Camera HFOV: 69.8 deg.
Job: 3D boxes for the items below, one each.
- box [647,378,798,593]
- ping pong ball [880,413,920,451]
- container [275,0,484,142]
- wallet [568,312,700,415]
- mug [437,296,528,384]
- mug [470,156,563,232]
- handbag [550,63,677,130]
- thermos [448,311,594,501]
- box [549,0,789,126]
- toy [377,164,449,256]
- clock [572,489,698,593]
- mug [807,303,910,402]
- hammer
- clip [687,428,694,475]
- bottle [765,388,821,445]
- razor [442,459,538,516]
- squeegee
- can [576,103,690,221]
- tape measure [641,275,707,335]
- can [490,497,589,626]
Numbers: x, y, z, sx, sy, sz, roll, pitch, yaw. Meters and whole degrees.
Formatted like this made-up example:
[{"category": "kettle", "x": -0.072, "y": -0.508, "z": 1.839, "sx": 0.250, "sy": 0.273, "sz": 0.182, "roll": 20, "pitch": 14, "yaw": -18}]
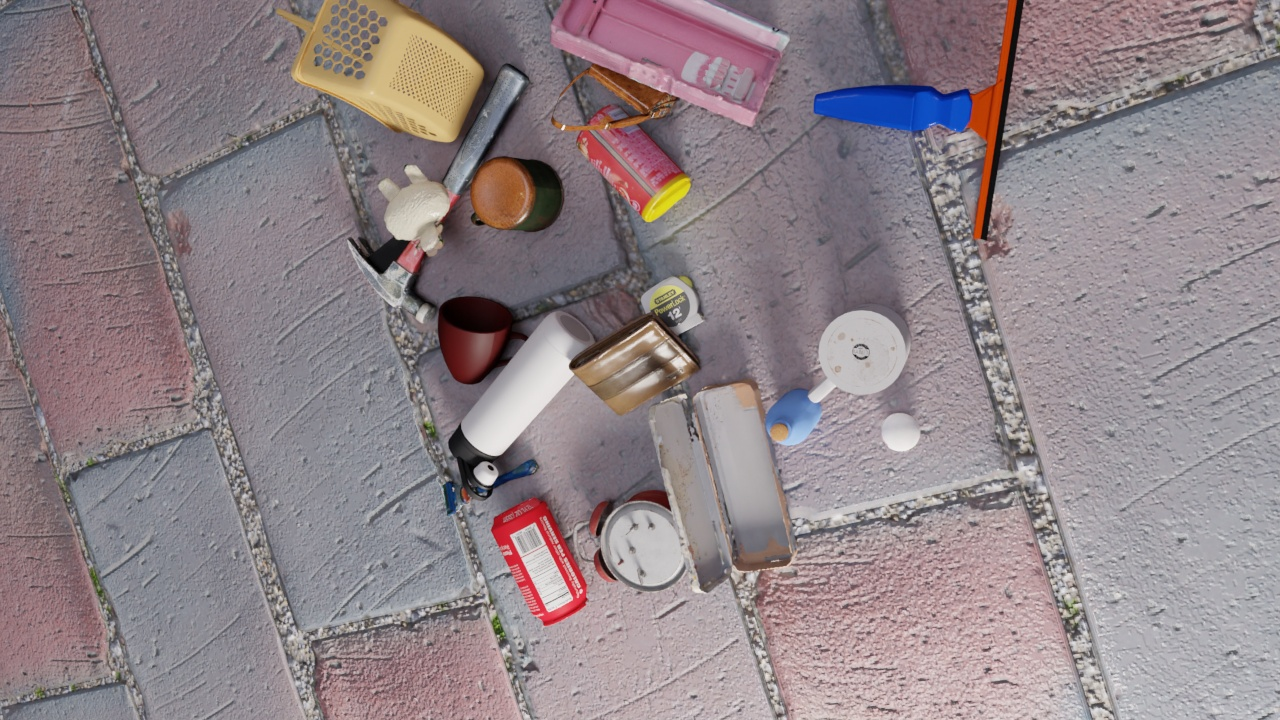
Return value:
[{"category": "box", "x": 0.092, "y": 0.137, "z": 1.011, "sx": 0.115, "sy": 0.095, "sz": 0.217, "roll": -14, "pitch": 93, "yaw": 17}, {"category": "ping pong ball", "x": 0.274, "y": 0.075, "z": 0.966, "sx": 0.040, "sy": 0.040, "sz": 0.040, "roll": 3, "pitch": 98, "yaw": 19}, {"category": "container", "x": -0.291, "y": -0.337, "z": 1.024, "sx": 0.167, "sy": 0.183, "sz": 0.129, "roll": 28, "pitch": 96, "yaw": 24}, {"category": "wallet", "x": -0.006, "y": 0.006, "z": 1.039, "sx": 0.121, "sy": 0.026, "sz": 0.098, "roll": -31, "pitch": 127, "yaw": 19}, {"category": "mug", "x": -0.189, "y": -0.016, "z": 1.106, "sx": 0.114, "sy": 0.087, "sz": 0.089, "roll": 8, "pitch": 121, "yaw": -9}, {"category": "mug", "x": -0.154, "y": -0.185, "z": 1.059, "sx": 0.111, "sy": 0.081, "sz": 0.085, "roll": -27, "pitch": 88, "yaw": 21}, {"category": "handbag", "x": -0.035, "y": -0.275, "z": 0.944, "sx": 0.093, "sy": 0.195, "sz": 0.043, "roll": 38, "pitch": 129, "yaw": 8}, {"category": "thermos", "x": -0.141, "y": 0.054, "z": 1.087, "sx": 0.230, "sy": 0.068, "sz": 0.101, "roll": -48, "pitch": 50, "yaw": 20}, {"category": "box", "x": 0.032, "y": -0.339, "z": 0.919, "sx": 0.232, "sy": 0.107, "sz": 0.099, "roll": 24, "pitch": 71, "yaw": 0}, {"category": "toy", "x": -0.262, "y": -0.174, "z": 1.080, "sx": 0.087, "sy": 0.050, "sz": 0.112, "roll": -32, "pitch": 93, "yaw": 17}, {"category": "clock", "x": -0.008, "y": 0.213, "z": 1.075, "sx": 0.157, "sy": 0.061, "sz": 0.110, "roll": -6, "pitch": 96, "yaw": 20}, {"category": "mug", "x": 0.219, "y": -0.001, "z": 0.945, "sx": 0.083, "sy": 0.096, "sz": 0.120, "roll": 47, "pitch": 109, "yaw": 8}, {"category": "hammer", "x": -0.237, "y": -0.213, "z": 1.111, "sx": 0.140, "sy": 0.036, "sz": 0.327, "roll": 38, "pitch": 107, "yaw": 9}, {"category": "clip", "x": 0.056, "y": 0.108, "z": 1.059, "sx": 0.044, "sy": 0.023, "sz": 0.060, "roll": 16, "pitch": 104, "yaw": 12}, {"category": "bottle", "x": 0.156, "y": 0.063, "z": 0.957, "sx": 0.048, "sy": 0.131, "sz": 0.048, "roll": 3, "pitch": 98, "yaw": 19}, {"category": "razor", "x": -0.187, "y": 0.155, "z": 1.152, "sx": 0.141, "sy": 0.018, "sz": 0.043, "roll": -22, "pitch": 66, "yaw": 18}, {"category": "squeegee", "x": 0.267, "y": -0.252, "z": 0.916, "sx": 0.185, "sy": 0.055, "sz": 0.250, "roll": 8, "pitch": 117, "yaw": 18}, {"category": "can", "x": -0.009, "y": -0.218, "z": 1.011, "sx": 0.067, "sy": 0.066, "sz": 0.124, "roll": -45, "pitch": 82, "yaw": 19}, {"category": "tape measure", "x": 0.038, "y": -0.060, "z": 1.043, "sx": 0.064, "sy": 0.016, "sz": 0.065, "roll": -28, "pitch": 88, "yaw": 21}, {"category": "can", "x": -0.121, "y": 0.242, "z": 1.111, "sx": 0.075, "sy": 0.074, "sz": 0.142, "roll": -28, "pitch": 88, "yaw": 21}]
